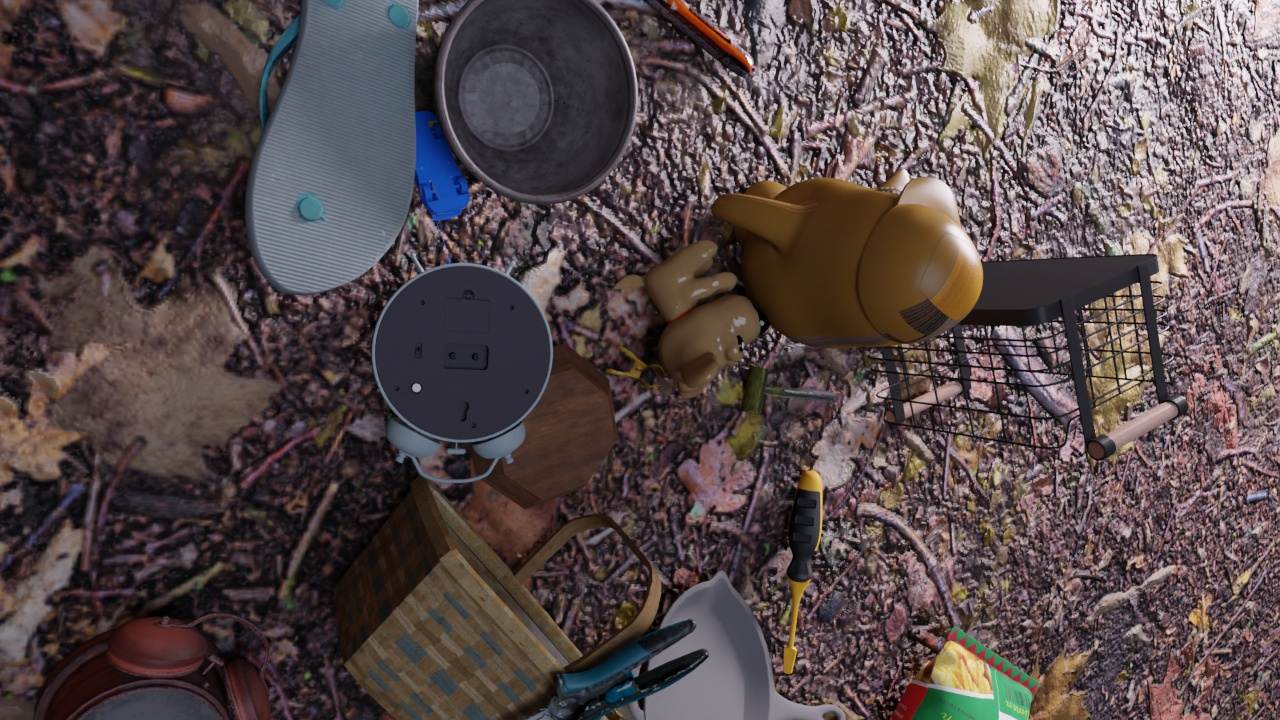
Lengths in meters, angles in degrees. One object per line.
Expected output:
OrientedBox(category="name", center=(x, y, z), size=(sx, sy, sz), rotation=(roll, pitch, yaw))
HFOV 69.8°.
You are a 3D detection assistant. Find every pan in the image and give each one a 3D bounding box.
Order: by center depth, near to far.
OrientedBox(category="pan", center=(0.096, 0.316, 0.847), size=(0.354, 0.024, 0.216), rotation=(29, 58, -43))

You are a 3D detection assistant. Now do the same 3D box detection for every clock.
OrientedBox(category="clock", center=(-0.310, 0.226, 0.588), size=(0.157, 0.072, 0.120), rotation=(-47, 120, -12))
OrientedBox(category="clock", center=(-0.127, 0.007, 0.644), size=(0.122, 0.045, 0.159), rotation=(3, 93, -19))

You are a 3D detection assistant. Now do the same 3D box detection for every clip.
OrientedBox(category="clip", center=(-0.001, 0.001, 0.739), size=(0.047, 0.053, 0.039), rotation=(27, 88, -2))

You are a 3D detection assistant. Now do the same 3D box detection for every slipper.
OrientedBox(category="slipper", center=(-0.190, -0.170, 0.589), size=(0.098, 0.055, 0.268), rotation=(12, 84, -34))

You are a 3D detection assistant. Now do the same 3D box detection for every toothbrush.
OrientedBox(category="toothbrush", center=(0.151, 0.202, 0.872), size=(0.030, 0.031, 0.197), rotation=(-8, 105, -73))

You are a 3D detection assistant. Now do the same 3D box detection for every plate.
OrientedBox(category="plate", center=(-0.070, 0.055, 0.716), size=(0.131, 0.025, 0.131), rotation=(-7, 105, -29))

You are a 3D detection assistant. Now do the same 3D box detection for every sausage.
OrientedBox(category="sausage", center=(0.037, -0.263, 0.711), size=(0.155, 0.020, 0.020), rotation=(28, 86, -32))

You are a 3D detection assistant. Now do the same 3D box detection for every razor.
OrientedBox(category="razor", center=(0.138, 0.030, 0.836), size=(0.105, 0.026, 0.042), rotation=(6, 95, -35))

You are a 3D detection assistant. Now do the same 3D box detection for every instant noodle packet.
OrientedBox(category="instant noodle packet", center=(0.330, 0.432, 0.997), size=(0.195, 0.090, 0.252), rotation=(35, 82, -32))

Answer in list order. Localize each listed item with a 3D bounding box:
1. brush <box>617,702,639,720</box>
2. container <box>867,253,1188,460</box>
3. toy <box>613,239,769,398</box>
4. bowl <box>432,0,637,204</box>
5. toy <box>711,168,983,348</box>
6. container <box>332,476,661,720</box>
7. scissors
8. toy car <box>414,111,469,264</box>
OrientedBox(category="brush", center=(-0.031, 0.300, 0.804), size=(0.217, 0.012, 0.033), rotation=(36, 83, -32))
OrientedBox(category="container", center=(0.330, -0.007, 0.819), size=(0.162, 0.242, 0.130), rotation=(-21, 103, -25))
OrientedBox(category="toy", center=(0.045, -0.033, 0.731), size=(0.106, 0.134, 0.108), rotation=(-21, 84, -2))
OrientedBox(category="bowl", center=(-0.080, -0.182, 0.632), size=(0.144, 0.067, 0.145), rotation=(-7, 104, -29))
OrientedBox(category="toy", center=(0.174, -0.081, 0.723), size=(0.198, 0.203, 0.162), rotation=(27, 86, -32))
OrientedBox(category="container", center=(-0.076, 0.193, 0.661), size=(0.186, 0.157, 0.250), rotation=(-38, 115, -9))
OrientedBox(category="scissors", center=(-0.020, 0.217, 0.594), size=(0.137, 0.019, 0.129), rotation=(19, 100, -21))
OrientedBox(category="toy car", center=(-0.146, -0.119, 0.642), size=(0.033, 0.062, 0.092), rotation=(-19, 80, -27))
